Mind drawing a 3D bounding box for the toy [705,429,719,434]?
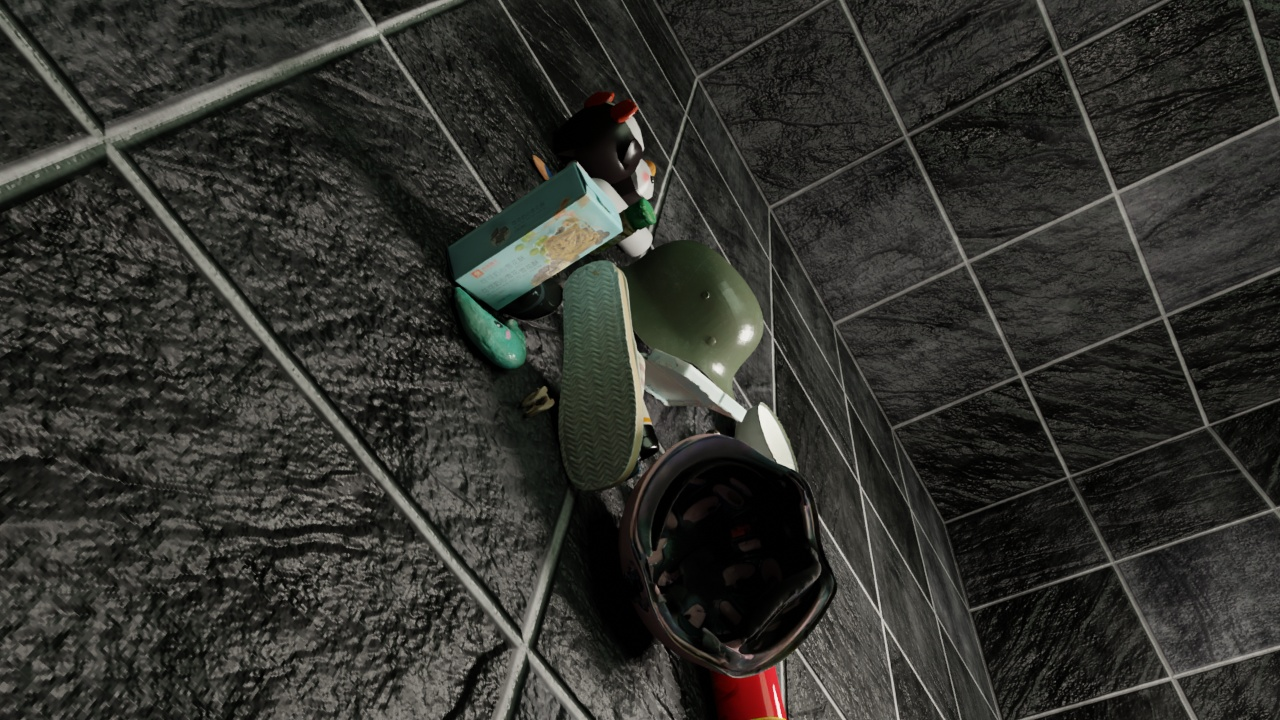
[{"bbox_3d":[0.115,0.144,1.383,0.112,0.067,0.087,-4,54,-53],"label":"toy"}]

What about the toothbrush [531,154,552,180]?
[{"bbox_3d":[-0.119,-0.252,1.342,0.135,0.017,0.021,44,24,-39],"label":"toothbrush"}]

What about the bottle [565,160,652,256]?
[{"bbox_3d":[-0.053,-0.241,1.436,0.195,0.053,0.052,45,27,-44],"label":"bottle"}]

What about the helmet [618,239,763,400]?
[{"bbox_3d":[0.084,-0.073,1.323,0.268,0.154,0.226,52,9,7],"label":"helmet"}]

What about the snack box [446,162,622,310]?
[{"bbox_3d":[-0.112,-0.126,0.959,0.075,0.175,0.053,39,25,-51],"label":"snack box"}]

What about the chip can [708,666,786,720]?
[{"bbox_3d":[0.115,0.338,1.095,0.087,0.087,0.213,42,30,-47],"label":"chip can"}]

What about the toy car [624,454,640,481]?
[{"bbox_3d":[-0.037,0.086,1.063,0.044,0.056,0.120,76,-9,-68],"label":"toy car"}]

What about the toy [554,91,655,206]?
[{"bbox_3d":[-0.049,-0.309,1.470,0.159,0.140,0.184,37,-16,46],"label":"toy"}]

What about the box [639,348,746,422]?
[{"bbox_3d":[0.053,0.031,1.256,0.197,0.136,0.044,38,66,-53],"label":"box"}]

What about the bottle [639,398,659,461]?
[{"bbox_3d":[-0.032,0.036,1.132,0.059,0.059,0.181,19,48,-64],"label":"bottle"}]

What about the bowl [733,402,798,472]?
[{"bbox_3d":[0.209,0.156,1.586,0.153,0.073,0.153,52,22,-32],"label":"bowl"}]

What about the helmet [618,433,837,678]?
[{"bbox_3d":[0.078,0.208,1.007,0.229,0.153,0.255,-36,95,-25],"label":"helmet"}]

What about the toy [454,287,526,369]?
[{"bbox_3d":[-0.151,-0.030,0.954,0.105,0.033,0.085,38,21,-49],"label":"toy"}]

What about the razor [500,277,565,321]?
[{"bbox_3d":[-0.120,-0.081,1.065,0.063,0.053,0.140,68,18,-3],"label":"razor"}]

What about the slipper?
[{"bbox_3d":[-0.044,0.017,1.023,0.052,0.115,0.262,25,56,-53],"label":"slipper"}]

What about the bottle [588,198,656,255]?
[{"bbox_3d":[-0.033,-0.194,1.340,0.043,0.111,0.043,52,22,-31],"label":"bottle"}]

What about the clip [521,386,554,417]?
[{"bbox_3d":[-0.110,0.041,0.982,0.061,0.026,0.049,36,32,-56],"label":"clip"}]
